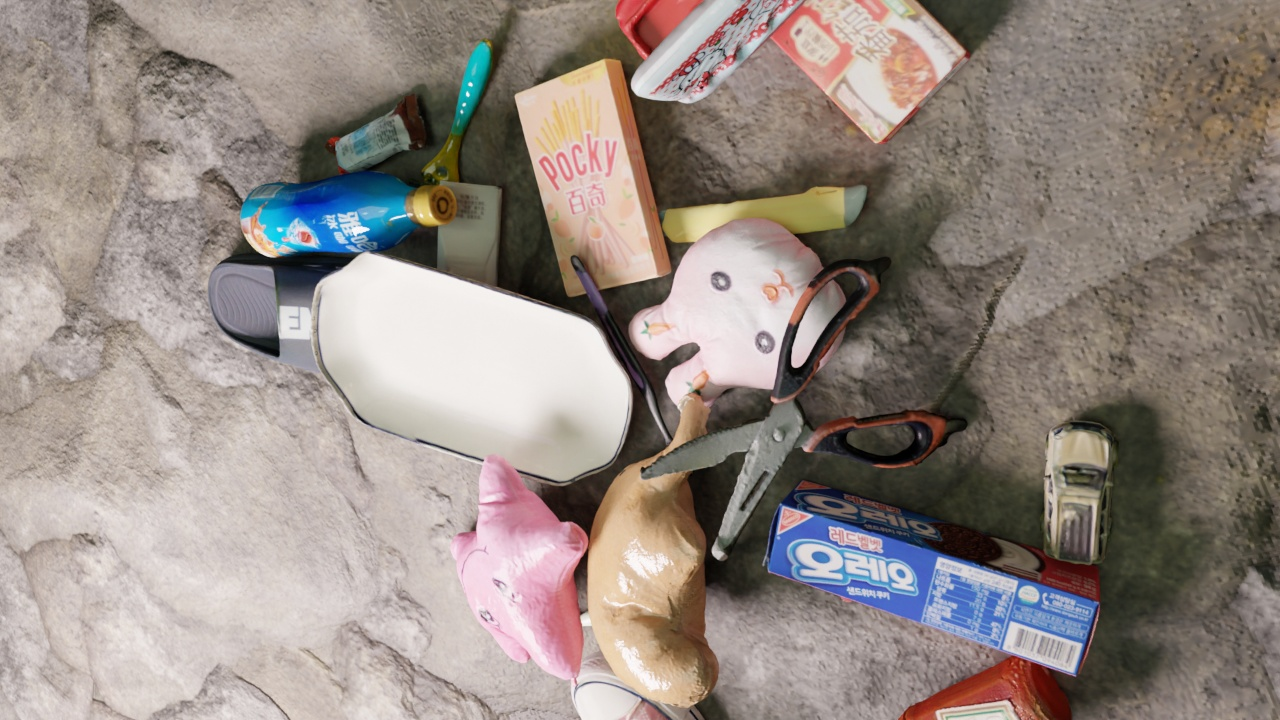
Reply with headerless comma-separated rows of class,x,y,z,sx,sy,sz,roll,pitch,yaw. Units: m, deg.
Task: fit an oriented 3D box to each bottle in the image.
bottle,0.198,0.274,0.645,0.207,0.059,0.060,-40,83,29
bottle,-0.236,-0.119,0.744,0.219,0.065,0.065,2,103,34

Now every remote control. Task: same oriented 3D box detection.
remote control,-0.139,-0.080,0.735,0.049,0.024,0.125,4,106,-4

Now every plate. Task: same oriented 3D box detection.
plate,-0.131,0.004,0.721,0.266,0.034,0.162,16,121,7

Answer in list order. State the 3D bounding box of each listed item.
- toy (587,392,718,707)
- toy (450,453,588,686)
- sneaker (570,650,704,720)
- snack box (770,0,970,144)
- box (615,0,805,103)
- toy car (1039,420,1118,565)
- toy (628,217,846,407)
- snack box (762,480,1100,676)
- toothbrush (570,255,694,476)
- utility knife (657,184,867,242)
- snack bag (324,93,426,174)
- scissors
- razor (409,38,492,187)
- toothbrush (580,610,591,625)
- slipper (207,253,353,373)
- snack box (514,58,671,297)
toy,0.010,0.135,0.673,0.144,0.082,0.226,5,97,54
toy,-0.089,0.173,0.728,0.178,0.074,0.195,54,139,22
sneaker,0.019,0.347,0.735,0.118,0.087,0.241,-38,85,29
snack box,0.126,-0.216,0.578,0.153,0.025,0.075,49,118,8
box,0.061,-0.247,0.531,0.202,0.100,0.094,-40,83,27
toy car,0.274,0.083,0.574,0.042,0.035,0.090,4,102,24
toy,0.064,-0.025,0.643,0.160,0.054,0.121,-37,90,34
snack box,0.191,0.140,0.616,0.208,0.058,0.057,14,108,22
toothbrush,-0.004,0.004,0.688,0.014,0.016,0.189,-22,100,38
utility knife,0.070,-0.100,0.639,0.179,0.019,0.031,-1,98,26
snack bag,-0.220,-0.180,0.758,0.105,0.026,0.045,-17,85,28
scissors,0.105,0.033,0.596,0.225,0.015,0.189,-8,101,-5
razor,-0.140,-0.188,0.715,0.043,0.028,0.133,22,117,-8
toothbrush,-0.028,0.214,0.766,0.190,0.029,0.020,-26,50,28
slipper,-0.299,-0.034,0.803,0.268,0.083,0.111,10,108,26
snack box,-0.035,-0.131,0.675,0.085,0.026,0.157,-10,98,33
